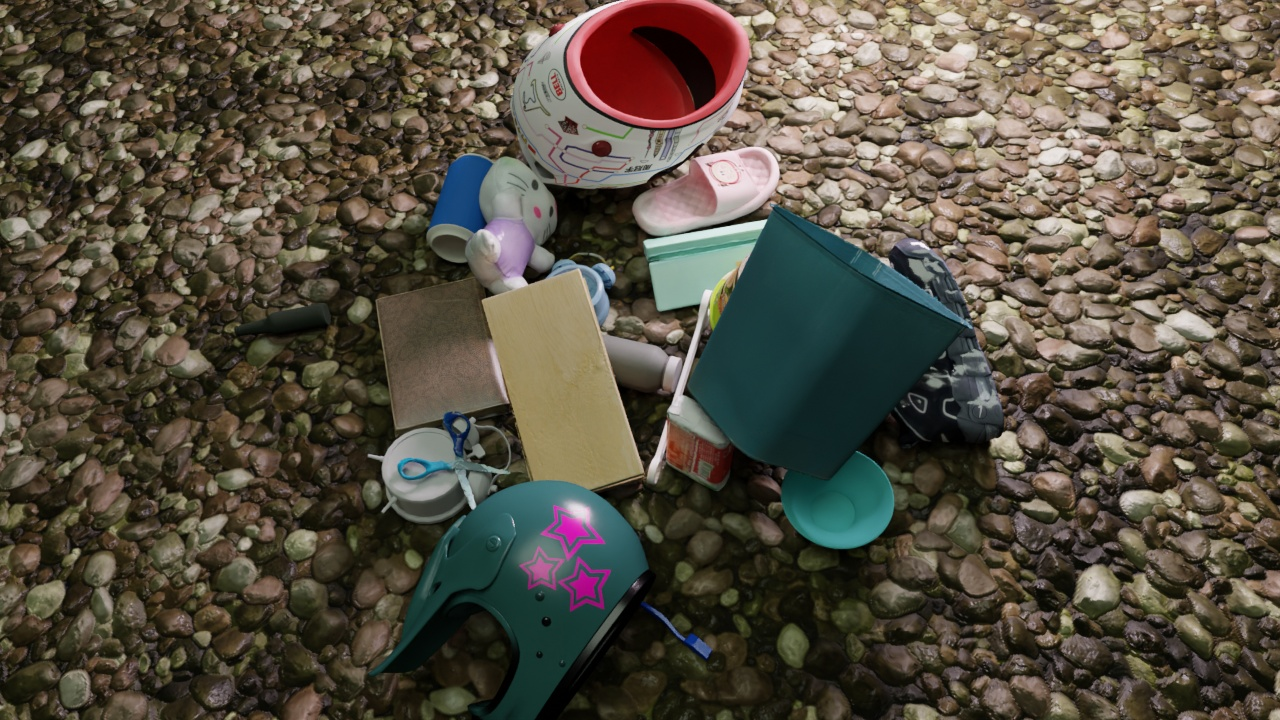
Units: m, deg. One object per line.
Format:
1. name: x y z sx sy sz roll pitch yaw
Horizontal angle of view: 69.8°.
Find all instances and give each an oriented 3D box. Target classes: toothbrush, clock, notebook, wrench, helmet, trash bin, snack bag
1. toothbrush: 0.001 0.263 0.996 0.187 0.017 0.011 32 63 25
2. clock: -0.230 0.128 1.079 0.159 0.061 0.119 -17 58 -12
3. notebook: -0.237 -0.016 1.181 0.190 0.034 0.215 -14 57 -6
4. clock: -0.083 -0.091 1.207 0.089 0.052 0.124 10 59 13
5. wrench: 0.051 0.028 1.126 0.009 0.047 0.272 12 62 12
6. helmet: -0.129 0.244 0.927 0.200 0.176 0.274 35 79 13
7. helmet: -0.023 -0.357 1.263 0.314 0.236 0.231 -19 84 -16
8. trash bin: 0.181 -0.012 0.966 0.219 0.199 0.196 -59 37 17
9. snack bag: 0.067 0.095 1.038 0.077 0.116 0.036 27 59 19

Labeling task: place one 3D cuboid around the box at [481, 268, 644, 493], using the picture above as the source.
1. box: -0.090 0.033 1.058 0.128 0.092 0.249 -15 78 -9

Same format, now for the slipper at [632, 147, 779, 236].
1. slipper: 0.093 -0.237 1.284 0.221 0.056 0.106 -24 61 -10

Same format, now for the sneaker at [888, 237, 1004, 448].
1. sneaker: 0.307 -0.007 1.066 0.151 0.097 0.252 -21 88 6

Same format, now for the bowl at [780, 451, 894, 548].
1. bowl: 0.216 0.160 1.023 0.121 0.046 0.121 -2 57 3

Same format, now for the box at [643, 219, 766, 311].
1. box: 0.103 -0.131 1.230 0.187 0.078 0.112 -12 86 -1

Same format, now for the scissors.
1. scissors: -0.209 0.109 1.046 0.127 0.014 0.126 10 57 5

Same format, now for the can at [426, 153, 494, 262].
1. can: -0.244 -0.212 1.282 0.079 0.079 0.145 4 58 7

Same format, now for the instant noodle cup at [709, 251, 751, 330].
1. instant noodle cup: 0.164 -0.072 1.127 0.146 0.098 0.146 3 66 -8

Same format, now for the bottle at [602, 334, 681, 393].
1. bottle: -0.007 0.007 1.133 0.108 0.060 0.060 13 59 13

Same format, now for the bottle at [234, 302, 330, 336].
1. bottle: -0.479 -0.050 1.226 0.123 0.033 0.033 -11 57 -1

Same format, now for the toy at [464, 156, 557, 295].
1. toy: -0.170 -0.171 1.215 0.086 0.138 0.208 -15 40 25
